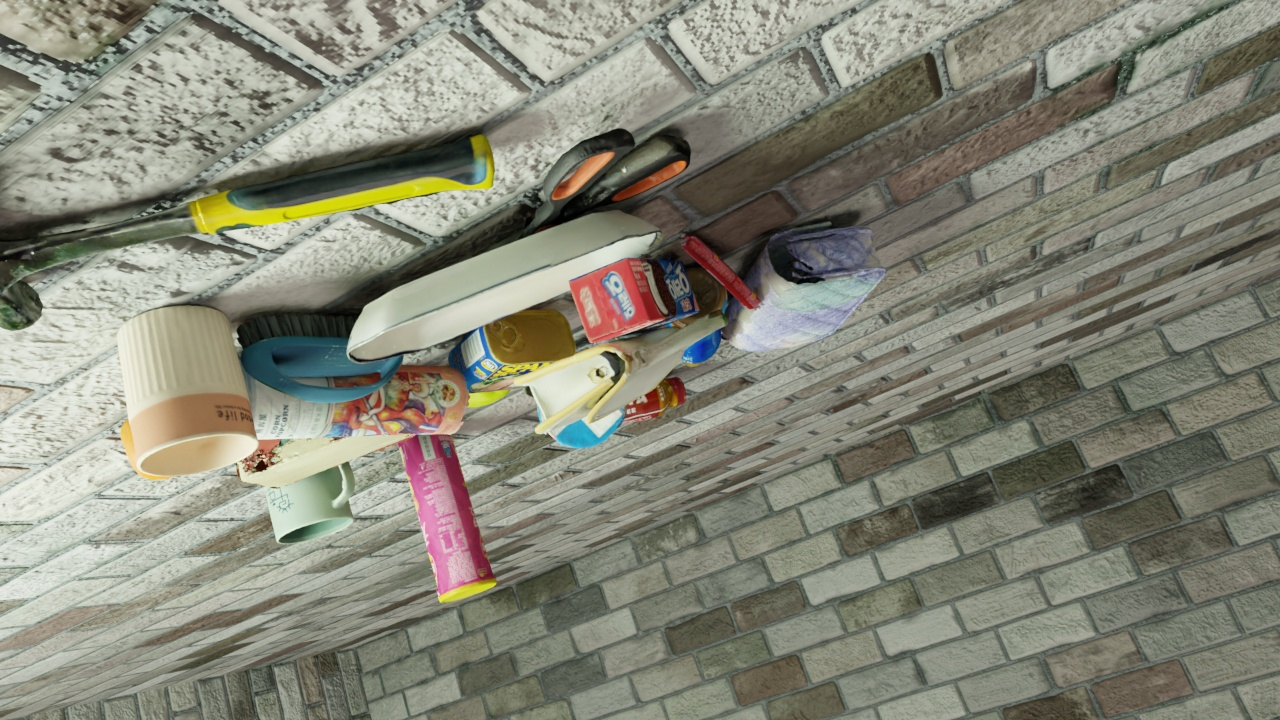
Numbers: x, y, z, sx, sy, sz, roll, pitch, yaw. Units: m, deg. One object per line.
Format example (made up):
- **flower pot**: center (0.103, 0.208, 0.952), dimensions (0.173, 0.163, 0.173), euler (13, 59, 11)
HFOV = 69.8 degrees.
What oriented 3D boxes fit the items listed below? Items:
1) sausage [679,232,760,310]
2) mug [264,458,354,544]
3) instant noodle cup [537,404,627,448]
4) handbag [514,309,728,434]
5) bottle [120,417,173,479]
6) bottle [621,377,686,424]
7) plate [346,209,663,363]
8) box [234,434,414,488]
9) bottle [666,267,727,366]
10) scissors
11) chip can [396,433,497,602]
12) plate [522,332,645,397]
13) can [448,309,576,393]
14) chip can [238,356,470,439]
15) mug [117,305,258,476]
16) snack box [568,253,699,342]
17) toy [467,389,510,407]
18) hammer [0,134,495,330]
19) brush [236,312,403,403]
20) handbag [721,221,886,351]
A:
- **sausage**: center (0.081, -0.086, 0.904), dimensions (0.020, 0.020, 0.155), euler (-27, 144, 23)
- **mug**: center (-0.361, 0.134, 1.012), dimensions (0.112, 0.106, 0.082), euler (-28, 161, 26)
- **instant noodle cup**: center (-0.058, 0.051, 1.053), dimensions (0.099, 0.099, 0.110), euler (-22, 173, 6)
- **handbag**: center (-0.005, 0.005, 0.835), dimensions (0.179, 0.063, 0.163), euler (-24, 179, 23)
- **bottle**: center (-0.382, 0.054, 0.828), dimensions (0.149, 0.066, 0.067), euler (-22, 165, -16)
- **bottle**: center (-0.022, 0.060, 1.251), dimensions (0.174, 0.057, 0.058), euler (-13, 162, -23)
- **plate**: center (-0.110, -0.063, 0.737), dimensions (0.265, 0.034, 0.162), euler (-22, 178, -5)
- **box**: center (-0.322, 0.079, 0.936), dimensions (0.168, 0.076, 0.091), euler (-21, 164, 2)
- **bottle**: center (0.060, -0.037, 1.025), dimensions (0.065, 0.065, 0.219), euler (-19, 165, -3)
- **scissors**: center (-0.068, -0.117, 0.690), dimensions (0.227, 0.021, 0.198), euler (-22, 172, 6)
- **chip can**: center (-0.241, 0.187, 1.138), dimensions (0.071, 0.210, 0.071), euler (-18, 163, -6)
- **plate**: center (-0.056, 0.000, 1.086), dimensions (0.179, 0.024, 0.179), euler (-18, 165, -5)
- **can**: center (-0.130, -0.008, 0.917), dimensions (0.101, 0.057, 0.083), euler (-5, 160, -42)
- **chip can**: center (-0.265, 0.036, 0.834), dimensions (0.214, 0.071, 0.071), euler (2, 153, -44)
- **mug**: center (-0.342, 0.028, 0.699), dimensions (0.081, 0.105, 0.115), euler (-15, 163, -16)
- **snack box**: center (0.001, -0.057, 0.817), dimensions (0.057, 0.058, 0.207), euler (-20, 180, 16)
- **toy**: center (-0.172, 0.026, 1.019), dimensions (0.096, 0.031, 0.100), euler (-13, 159, -11)
- **hammer**: center (-0.248, -0.091, 0.558), dimensions (0.323, 0.032, 0.126), euler (-15, 164, -14)
- **brush**: center (-0.259, 0.000, 0.761), dimensions (0.055, 0.073, 0.143), euler (-36, 157, 33)
- **handbag**: center (0.173, -0.078, 1.008), dimensions (0.134, 0.075, 0.194), euler (-10, 160, -15)
